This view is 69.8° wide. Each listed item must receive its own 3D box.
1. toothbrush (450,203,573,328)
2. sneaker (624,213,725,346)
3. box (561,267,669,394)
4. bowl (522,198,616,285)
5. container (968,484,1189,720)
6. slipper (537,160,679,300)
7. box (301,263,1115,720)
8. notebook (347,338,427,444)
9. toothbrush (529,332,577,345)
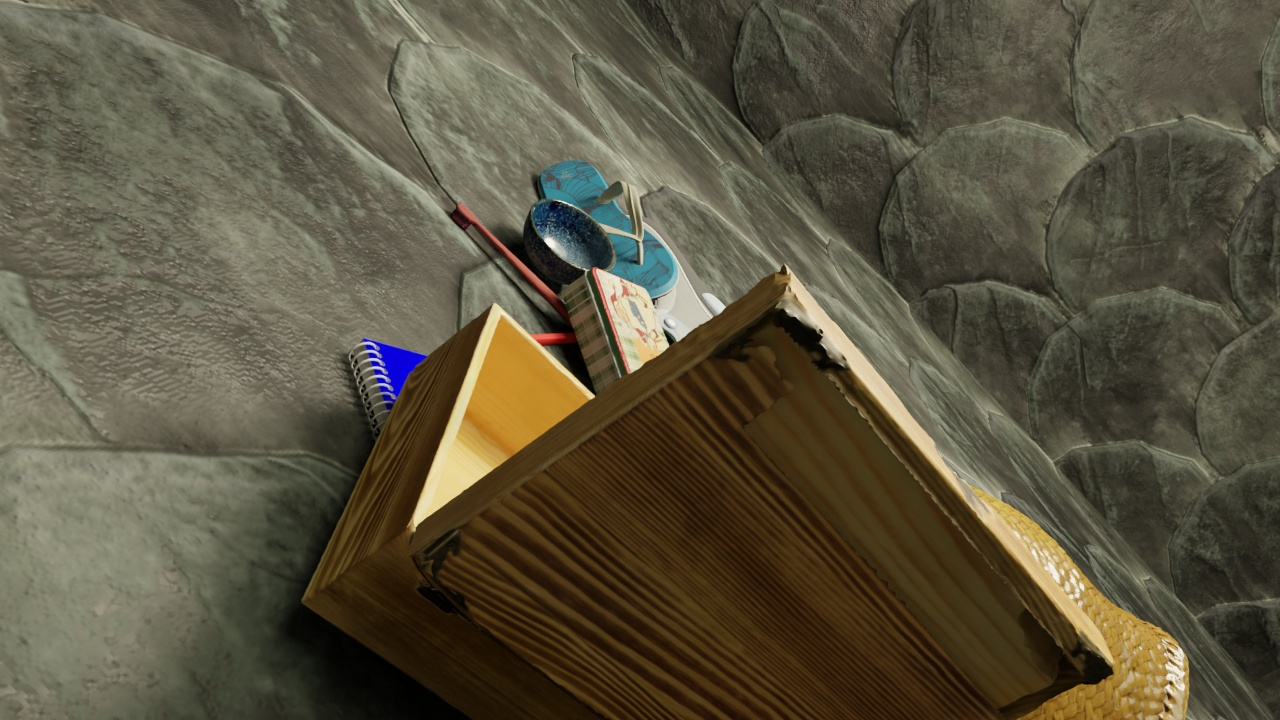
[{"bbox_3d":[-0.131,-0.097,0.985,0.190,0.016,0.016,44,23,0],"label":"toothbrush"},{"bbox_3d":[0.006,-0.078,1.137,0.256,0.093,0.160,52,31,14],"label":"sneaker"},{"bbox_3d":[-0.006,0.006,0.970,0.117,0.051,0.205,13,52,-52],"label":"box"},{"bbox_3d":[-0.090,-0.125,1.049,0.114,0.061,0.114,26,38,-23],"label":"bowl"},{"bbox_3d":[0.200,0.243,0.682,0.196,0.308,0.306,39,23,-2],"label":"container"},{"bbox_3d":[-0.054,-0.177,1.142,0.060,0.118,0.294,79,-17,-49],"label":"slipper"},{"bbox_3d":[0.031,0.090,0.541,0.279,0.337,0.285,46,27,-24],"label":"box"},{"bbox_3d":[-0.129,0.082,0.707,0.171,0.022,0.209,20,35,-51],"label":"notebook"},{"bbox_3d":[-0.097,-0.017,0.934,0.018,0.012,0.212,54,23,14],"label":"toothbrush"}]
